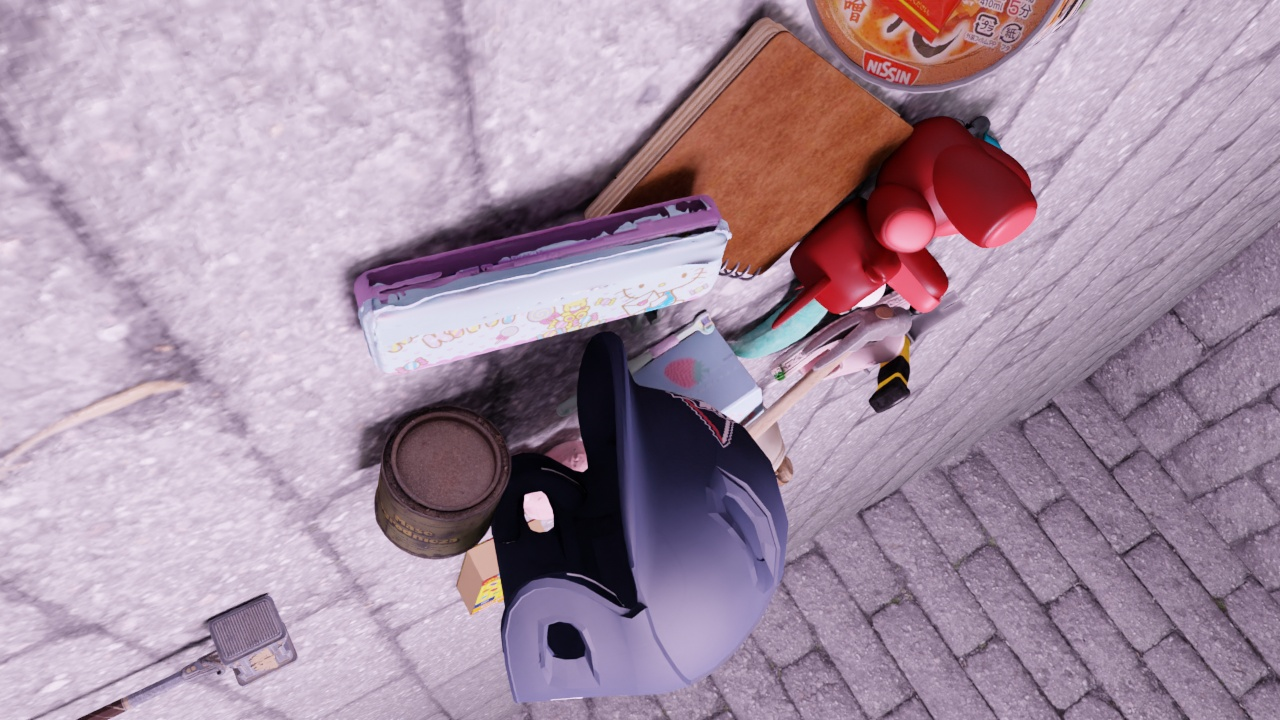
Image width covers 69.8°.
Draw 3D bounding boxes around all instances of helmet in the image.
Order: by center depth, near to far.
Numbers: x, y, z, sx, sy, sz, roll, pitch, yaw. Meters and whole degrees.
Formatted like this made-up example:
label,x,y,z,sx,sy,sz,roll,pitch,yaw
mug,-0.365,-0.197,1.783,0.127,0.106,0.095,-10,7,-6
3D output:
label,x,y,z,sx,sy,sz,roll,pitch,yaw
helmet,-0.002,0.112,0.683,0.223,0.272,0.232,-10,-162,-9

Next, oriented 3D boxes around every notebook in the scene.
label,x,y,z,sx,sy,sz,roll,pitch,yaw
notebook,0.075,-0.121,0.599,0.168,0.024,0.225,-44,156,25

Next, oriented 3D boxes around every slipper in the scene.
label,x,y,z,sx,sy,sz,roll,pitch,yaw
slipper,0.241,-0.023,0.978,0.238,0.064,0.094,-28,175,-23

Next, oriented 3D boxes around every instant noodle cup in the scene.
label,x,y,z,sx,sy,sz,roll,pitch,yaw
instant noodle cup,0.161,-0.194,0.440,0.121,0.123,0.124,-22,159,-50

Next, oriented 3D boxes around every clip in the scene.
label,x,y,z,sx,sy,sz,roll,pitch,yaw
clip,0.006,-0.047,0.670,0.044,0.023,0.076,-27,161,-19

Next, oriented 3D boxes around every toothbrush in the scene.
label,x,y,z,sx,sy,sz,roll,pitch,yaw
toothbrush,-0.005,0.005,0.782,0.154,0.015,0.022,-32,125,-4

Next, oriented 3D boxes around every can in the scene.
label,x,y,z,sx,sy,sz,roll,pitch,yaw
can,-0.144,0.088,0.664,0.089,0.090,0.075,-20,156,-30

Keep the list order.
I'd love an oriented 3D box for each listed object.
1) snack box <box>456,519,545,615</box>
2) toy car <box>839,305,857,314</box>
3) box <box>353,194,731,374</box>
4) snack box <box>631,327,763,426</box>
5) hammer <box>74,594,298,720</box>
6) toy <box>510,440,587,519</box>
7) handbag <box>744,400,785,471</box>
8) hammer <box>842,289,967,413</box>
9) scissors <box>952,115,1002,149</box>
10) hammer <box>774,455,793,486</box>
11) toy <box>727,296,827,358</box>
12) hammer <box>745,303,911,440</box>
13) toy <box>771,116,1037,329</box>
label,x,y,z,sx,sy,sz,roll,pitch,yaw
snack box,-0.158,0.240,1.061,0.088,0.040,0.126,-21,157,-28
toy car,0.207,-0.074,0.885,0.048,0.033,0.105,-31,159,0
box,-0.052,-0.043,0.526,0.214,0.033,0.076,-15,156,-14
snack box,0.051,0.032,0.834,0.093,0.079,0.095,-34,161,-1
hammer,-0.454,0.297,0.759,0.321,0.044,0.099,-23,158,-24
toy,-0.092,0.113,0.860,0.105,0.053,0.109,6,139,-43
handbag,0.043,0.110,1.026,0.229,0.132,0.184,-32,-175,7
hammer,0.284,-0.001,1.010,0.170,0.034,0.323,-37,180,21
scissors,0.280,-0.183,0.764,0.138,0.019,0.136,-27,157,-11
hammer,0.040,0.194,1.092,0.319,0.049,0.121,-30,-163,21
toy,0.135,-0.036,0.864,0.105,0.033,0.085,-39,160,29
hammer,0.102,0.062,0.839,0.332,0.030,0.119,-45,159,30
toy,0.198,-0.095,0.711,0.198,0.120,0.158,-39,-176,28
